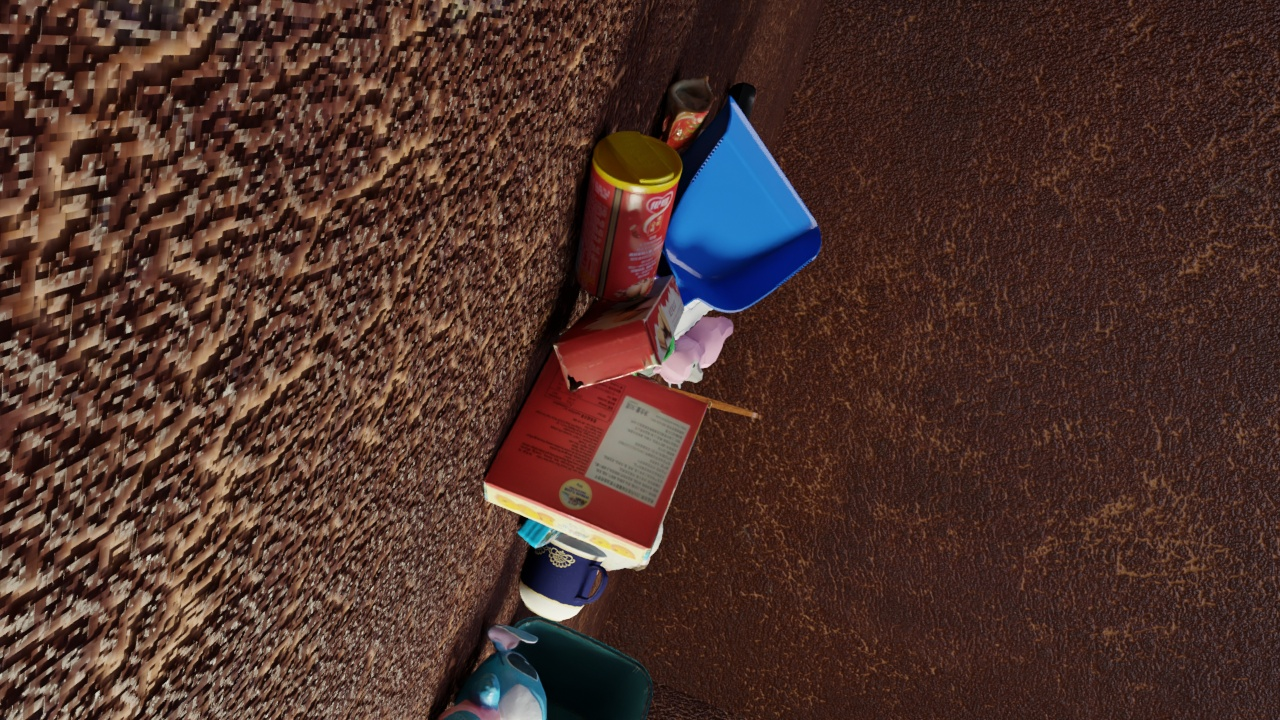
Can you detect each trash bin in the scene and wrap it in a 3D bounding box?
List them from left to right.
[{"bbox_3d":[-0.121,0.477,1.174,0.219,0.199,0.196,113,3,-51],"label":"trash bin"}]

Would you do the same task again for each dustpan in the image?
[{"bbox_3d":[0.056,-0.108,0.969,0.258,0.059,0.245,-38,141,11],"label":"dustpan"}]

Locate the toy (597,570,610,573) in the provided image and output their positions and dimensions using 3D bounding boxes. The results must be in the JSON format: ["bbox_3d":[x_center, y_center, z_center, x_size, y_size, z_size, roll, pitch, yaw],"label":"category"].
[{"bbox_3d":[-0.040,0.208,1.345,0.148,0.099,0.215,80,29,-57],"label":"toy"}]

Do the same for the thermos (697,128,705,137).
[{"bbox_3d":[0.058,-0.170,1.145,0.101,0.068,0.230,-48,163,-37],"label":"thermos"}]

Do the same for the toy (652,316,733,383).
[{"bbox_3d":[0.050,-0.029,1.133,0.157,0.123,0.067,-27,154,-55],"label":"toy"}]

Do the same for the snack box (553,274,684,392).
[{"bbox_3d":[-0.011,-0.034,0.789,0.272,0.077,0.044,-62,136,-76],"label":"snack box"}]

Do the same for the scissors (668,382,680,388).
[{"bbox_3d":[0.031,-0.019,1.233,0.083,0.016,0.135,0,89,-50],"label":"scissors"}]

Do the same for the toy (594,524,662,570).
[{"bbox_3d":[-0.033,0.186,1.215,0.101,0.139,0.179,49,51,-63],"label":"toy"}]

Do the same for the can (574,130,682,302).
[{"bbox_3d":[-0.012,-0.109,0.714,0.125,0.067,0.066,104,9,-46],"label":"can"}]

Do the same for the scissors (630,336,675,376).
[{"bbox_3d":[-0.021,0.002,1.022,0.131,0.108,0.012,-49,-162,-6],"label":"scissors"}]

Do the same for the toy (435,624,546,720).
[{"bbox_3d":[-0.157,0.386,0.926,0.191,0.099,0.224,-31,127,-71],"label":"toy"}]

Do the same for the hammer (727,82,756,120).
[{"bbox_3d":[0.105,-0.233,1.284,0.139,0.035,0.312,11,-92,65],"label":"hammer"}]

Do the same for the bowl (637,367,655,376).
[{"bbox_3d":[0.024,-0.024,1.293,0.174,0.068,0.174,20,88,-82],"label":"bowl"}]

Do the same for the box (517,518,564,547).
[{"bbox_3d":[-0.064,0.124,1.054,0.243,0.060,0.175,50,61,-83],"label":"box"}]

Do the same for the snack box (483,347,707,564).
[{"bbox_3d":[-0.035,0.075,0.759,0.040,0.142,0.144,102,10,-58],"label":"snack box"}]

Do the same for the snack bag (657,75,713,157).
[{"bbox_3d":[0.034,-0.216,0.931,0.087,0.044,0.155,-51,172,-27],"label":"snack bag"}]

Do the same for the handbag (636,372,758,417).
[{"bbox_3d":[0.044,0.048,1.107,0.093,0.196,0.043,-1,106,-80],"label":"handbag"}]

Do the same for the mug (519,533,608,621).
[{"bbox_3d":[-0.087,0.259,1.076,0.085,0.112,0.089,27,86,-48],"label":"mug"}]

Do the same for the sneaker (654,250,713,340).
[{"bbox_3d":[0.075,-0.120,1.091,0.243,0.092,0.111,-34,138,-30],"label":"sneaker"}]
